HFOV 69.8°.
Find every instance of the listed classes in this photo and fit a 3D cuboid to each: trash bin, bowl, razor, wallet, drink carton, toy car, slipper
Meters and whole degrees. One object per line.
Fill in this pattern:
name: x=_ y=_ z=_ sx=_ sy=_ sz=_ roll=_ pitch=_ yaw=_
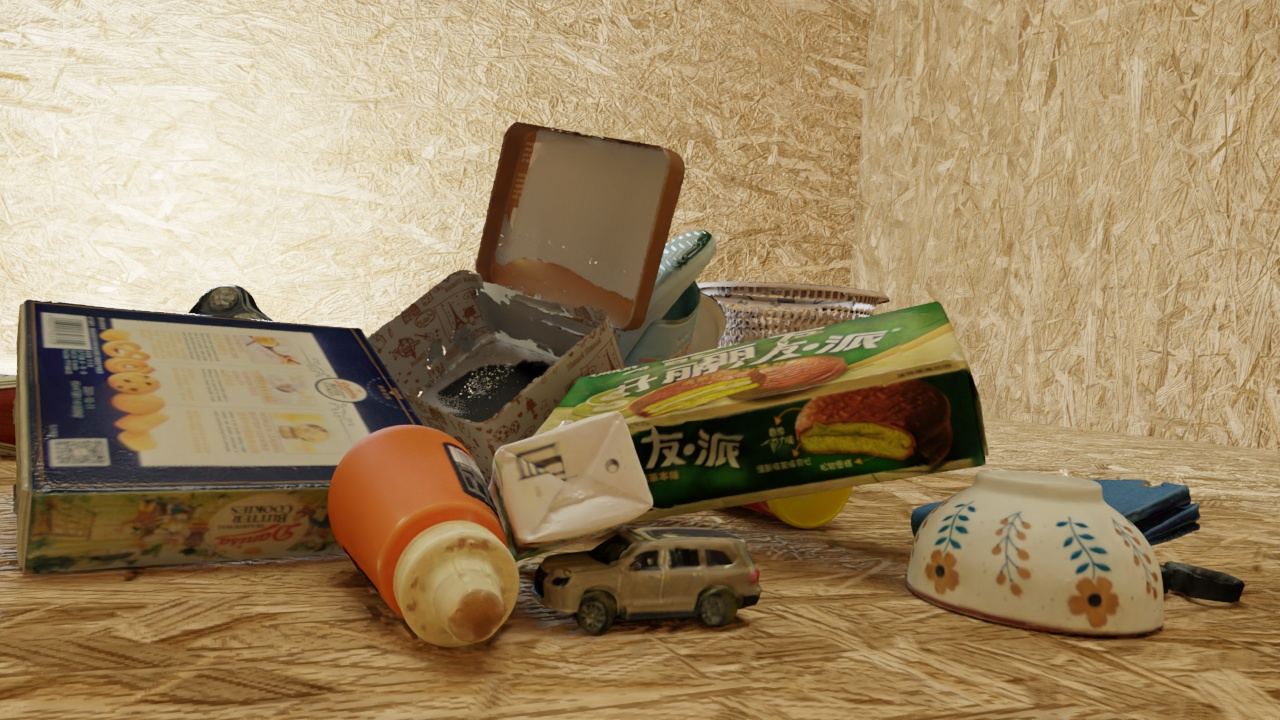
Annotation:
trash bin: x=0.161 y=0.014 z=1.048 sx=0.227 sy=0.192 sz=0.227 roll=4 pitch=0 yaw=0
bowl: x=0.189 y=0.086 z=0.443 sx=0.113 sy=0.062 sz=0.113 roll=5 pitch=-1 yaw=0
razor: x=-0.236 y=0.023 z=0.614 sx=0.068 sy=0.062 sz=0.167 roll=0 pitch=-41 yaw=27
wallet: x=0.249 y=0.097 z=0.558 sx=0.106 sy=0.040 sz=0.133 roll=-4 pitch=-3 yaw=-39
drink carton: x=-0.036 y=0.057 z=0.396 sx=0.053 sy=0.045 sz=0.123 roll=-15 pitch=-11 yaw=-14
toy car: x=0.001 y=0.086 z=0.367 sx=0.090 sy=0.035 sz=0.042 roll=1 pitch=-1 yaw=-21
slipper: x=-0.004 y=0.004 z=0.749 sx=0.074 sy=0.246 sz=0.103 roll=32 pitch=29 yaw=-1

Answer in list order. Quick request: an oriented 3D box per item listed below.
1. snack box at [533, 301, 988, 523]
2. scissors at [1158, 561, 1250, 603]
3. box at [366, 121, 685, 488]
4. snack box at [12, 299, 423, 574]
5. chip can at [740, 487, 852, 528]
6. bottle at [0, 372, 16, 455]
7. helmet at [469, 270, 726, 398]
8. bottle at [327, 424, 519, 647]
snack box: x=0.065 y=0.033 z=0.531 sx=0.240 sy=0.063 sz=0.114 roll=-12 pitch=15 yaw=16
scissors: x=0.286 y=0.117 z=0.547 sx=0.135 sy=0.014 sz=0.175 roll=5 pitch=-1 yaw=-20
box: x=-0.082 y=-0.041 z=0.674 sx=0.179 sy=0.273 sz=0.126 roll=20 pitch=-14 yaw=39
snack box: x=-0.210 y=0.032 z=0.469 sx=0.182 sy=0.046 sz=0.178 roll=5 pitch=24 yaw=-36
chip can: x=0.067 y=0.072 z=0.689 sx=0.073 sy=0.073 sz=0.217 roll=4 pitch=-1 yaw=-25
bottle: x=-0.507 y=0.034 z=0.657 sx=0.206 sy=0.060 sz=0.060 roll=4 pitch=0 yaw=-5
helmet: x=-0.050 y=0.014 z=0.911 sx=0.274 sy=0.156 sz=0.231 roll=13 pitch=-30 yaw=-16
bottle: x=-0.081 y=0.069 z=0.354 sx=0.066 sy=0.067 sz=0.149 roll=4 pitch=8 yaw=-25
